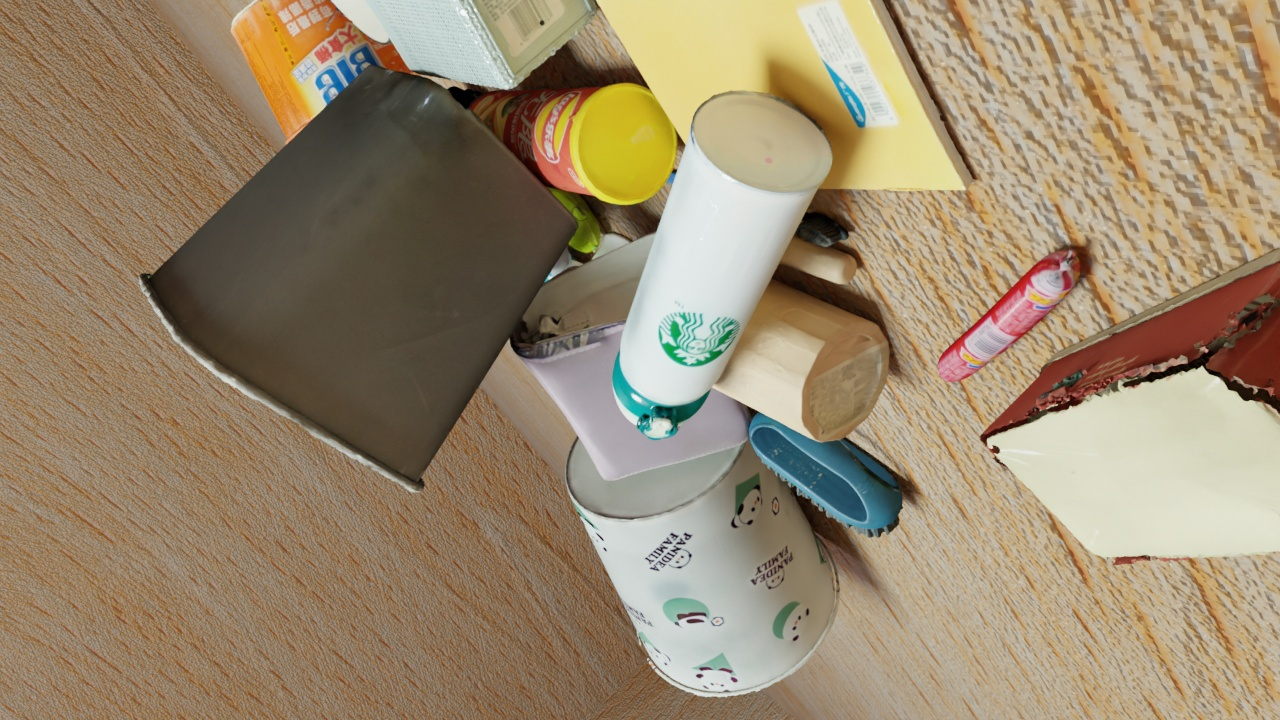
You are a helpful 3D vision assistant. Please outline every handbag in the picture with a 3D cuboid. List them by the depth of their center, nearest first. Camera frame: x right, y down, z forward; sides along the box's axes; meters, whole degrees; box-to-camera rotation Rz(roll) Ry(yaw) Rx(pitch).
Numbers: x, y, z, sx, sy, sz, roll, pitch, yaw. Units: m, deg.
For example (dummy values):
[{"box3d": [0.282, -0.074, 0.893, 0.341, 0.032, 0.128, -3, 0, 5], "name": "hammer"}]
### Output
[{"box3d": [-0.004, 0.004, 0.744, 0.197, 0.145, 0.098, 59, -170, -49], "name": "handbag"}]

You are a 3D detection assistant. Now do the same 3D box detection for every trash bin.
[{"box3d": [-0.184, -0.066, 0.636, 0.199, 0.219, 0.199, 29, 169, 48], "name": "trash bin"}, {"box3d": [0.058, 0.167, 0.917, 0.230, 0.229, 0.252, 31, 154, 49], "name": "trash bin"}]

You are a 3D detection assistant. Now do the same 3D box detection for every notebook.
[{"box3d": [0.055, -0.143, 0.452, 0.146, 0.010, 0.206, 53, 165, -25], "name": "notebook"}]

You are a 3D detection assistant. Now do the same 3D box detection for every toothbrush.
[{"box3d": [0.057, -0.098, 0.566, 0.189, 0.016, 0.014, 32, 155, 49], "name": "toothbrush"}]

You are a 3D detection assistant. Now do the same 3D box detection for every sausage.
[{"box3d": [0.173, -0.017, 0.438, 0.020, 0.020, 0.156, 44, 166, 12], "name": "sausage"}]

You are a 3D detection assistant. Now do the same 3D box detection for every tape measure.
[{"box3d": [-0.147, -0.212, 0.813, 0.057, 0.039, 0.058, 34, 157, 43], "name": "tape measure"}]

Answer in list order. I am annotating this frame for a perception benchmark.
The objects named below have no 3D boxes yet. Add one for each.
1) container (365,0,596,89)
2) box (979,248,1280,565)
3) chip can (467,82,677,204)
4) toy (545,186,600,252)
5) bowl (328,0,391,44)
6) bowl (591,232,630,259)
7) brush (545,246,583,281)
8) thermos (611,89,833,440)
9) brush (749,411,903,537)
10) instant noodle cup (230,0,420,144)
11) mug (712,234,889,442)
[{"box3d": [-0.096, -0.218, 0.534, 0.111, 0.090, 0.090, 29, 158, 45], "name": "container"}, {"box3d": [0.207, 0.034, 0.354, 0.091, 0.077, 0.168, 46, 167, 7], "name": "box"}, {"box3d": [-0.059, -0.155, 0.638, 0.073, 0.073, 0.217, 55, 166, -30], "name": "chip can"}, {"box3d": [-0.067, -0.132, 0.816, 0.100, 0.031, 0.097, 48, 169, 13], "name": "toy"}, {"box3d": [-0.196, -0.296, 0.660, 0.116, 0.066, 0.116, 43, 166, 13], "name": "bowl"}, {"box3d": [-0.014, -0.048, 0.822, 0.118, 0.064, 0.118, 43, 166, 13], "name": "bowl"}, {"box3d": [-0.084, -0.090, 0.847, 0.109, 0.060, 0.314, 36, 177, 14], "name": "brush"}, {"box3d": [0.031, -0.035, 0.501, 0.073, 0.073, 0.225, 43, 146, 16], "name": "thermos"}, {"box3d": [0.144, 0.080, 0.727, 0.144, 0.055, 0.073, 38, 166, 35], "name": "brush"}, {"box3d": [-0.287, -0.280, 0.835, 0.111, 0.151, 0.151, 60, 164, -17], "name": "instant noodle cup"}, {"box3d": [0.091, -0.022, 0.574, 0.103, 0.084, 0.125, 30, 133, 47], "name": "mug"}]
